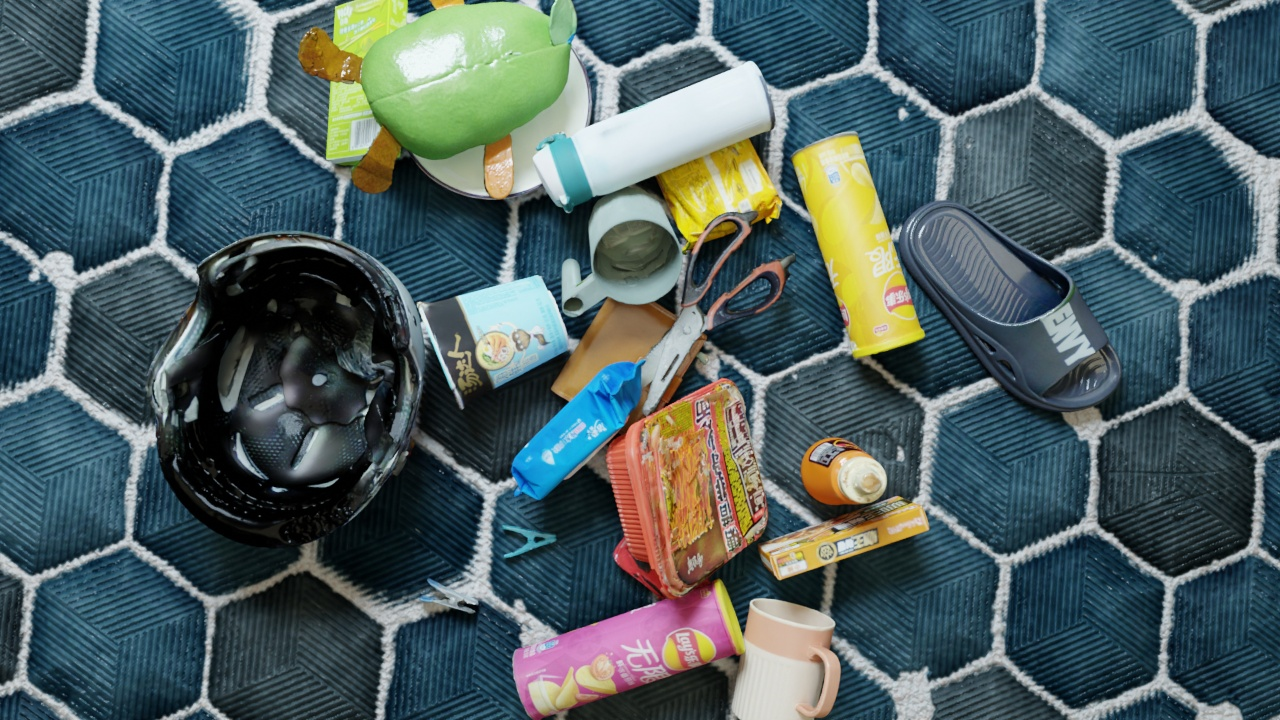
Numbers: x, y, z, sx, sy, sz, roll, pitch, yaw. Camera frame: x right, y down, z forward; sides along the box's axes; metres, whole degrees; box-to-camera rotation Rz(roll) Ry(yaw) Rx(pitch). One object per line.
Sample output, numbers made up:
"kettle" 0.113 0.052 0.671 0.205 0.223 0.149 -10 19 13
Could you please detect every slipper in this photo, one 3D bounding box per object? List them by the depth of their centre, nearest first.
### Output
"slipper" 0.368 -0.053 0.903 0.110 0.083 0.268 -45 89 -1

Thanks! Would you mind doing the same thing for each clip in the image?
"clip" -0.187 0.233 0.902 0.058 0.026 0.042 22 80 -2
"clip" -0.110 0.179 0.912 0.054 0.013 0.033 -3 89 0

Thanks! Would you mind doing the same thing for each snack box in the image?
"snack box" -0.266 -0.272 0.892 0.086 0.026 0.156 1 88 35
"snack box" 0.194 0.172 0.892 0.153 0.075 0.026 -18 89 -3

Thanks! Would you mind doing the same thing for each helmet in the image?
"helmet" -0.303 0.017 0.840 0.230 0.156 0.274 16 99 -1

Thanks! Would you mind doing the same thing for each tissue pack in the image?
"tissue pack" -0.055 0.063 0.855 0.052 0.094 0.157 45 110 -2

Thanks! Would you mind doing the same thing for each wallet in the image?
"wallet" -0.005 0.005 0.914 0.119 0.035 0.130 32 90 2

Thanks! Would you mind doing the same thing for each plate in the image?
"plate" -0.144 -0.252 0.912 0.192 0.039 0.192 0 88 -2

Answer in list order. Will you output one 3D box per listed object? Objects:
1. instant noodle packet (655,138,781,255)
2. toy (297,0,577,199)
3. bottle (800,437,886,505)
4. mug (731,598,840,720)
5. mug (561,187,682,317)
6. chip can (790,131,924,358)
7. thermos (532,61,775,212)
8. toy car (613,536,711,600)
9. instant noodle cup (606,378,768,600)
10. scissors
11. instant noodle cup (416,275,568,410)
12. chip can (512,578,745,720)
"instant noodle packet" 0.070 -0.181 0.915 0.111 0.044 0.128 -23 86 3
"toy" -0.170 -0.256 0.841 0.246 0.090 0.227 -21 107 -13
"bottle" 0.194 0.107 0.856 0.067 0.149 0.066 0 88 -3
"mug" 0.144 0.295 0.869 0.081 0.115 0.106 11 90 -30
"mug" -0.024 -0.101 0.872 0.124 0.103 0.083 -33 117 12
"chip can" 0.214 -0.112 0.904 0.072 0.072 0.213 -17 88 -3
"thermos" 0.010 -0.210 0.863 0.224 0.073 0.073 -22 89 0
"toy car" 0.024 0.209 0.908 0.106 0.031 0.049 40 88 -2
"instant noodle cup" 0.038 0.115 0.852 0.079 0.188 0.164 -7 99 37
"scissors" 0.065 -0.040 0.890 0.206 0.015 0.202 -7 95 -4
"instant noodle cup" -0.137 -0.026 0.876 0.120 0.111 0.111 -22 89 -10
"chip can" -0.012 0.275 0.870 0.210 0.071 0.071 -20 89 5
